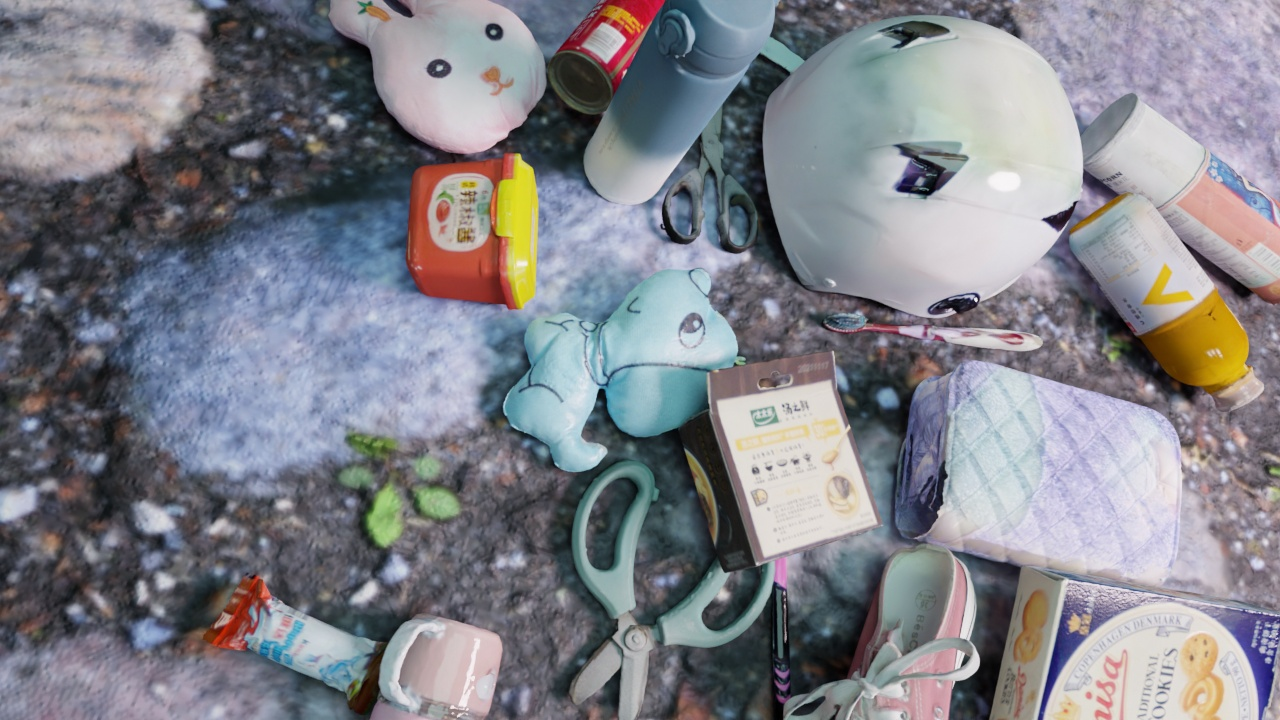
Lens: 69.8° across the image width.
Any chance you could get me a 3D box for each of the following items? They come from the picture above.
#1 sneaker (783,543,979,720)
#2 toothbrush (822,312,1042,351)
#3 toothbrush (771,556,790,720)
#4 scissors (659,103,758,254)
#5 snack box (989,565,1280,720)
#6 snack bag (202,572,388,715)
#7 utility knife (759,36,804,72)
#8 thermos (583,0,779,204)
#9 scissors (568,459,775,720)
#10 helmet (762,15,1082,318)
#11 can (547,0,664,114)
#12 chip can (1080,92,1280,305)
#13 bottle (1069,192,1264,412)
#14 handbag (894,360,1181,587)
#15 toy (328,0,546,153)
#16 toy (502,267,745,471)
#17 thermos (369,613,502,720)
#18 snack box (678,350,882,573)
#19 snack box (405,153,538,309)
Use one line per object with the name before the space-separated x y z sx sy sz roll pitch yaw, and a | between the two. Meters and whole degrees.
sneaker | 0.152 0.218 0.568 0.088 0.118 0.240 47 55 -41
toothbrush | 0.230 -0.023 0.709 0.187 0.017 0.016 5 74 -13
toothbrush | 0.095 0.202 0.611 0.014 0.018 0.189 6 72 -12
scissors | 0.060 -0.160 0.708 0.150 0.014 0.170 42 64 -1
snack box | 0.329 0.241 0.619 0.182 0.046 0.178 11 91 -12
snack bag | -0.196 0.166 0.538 0.104 0.026 0.048 31 81 -5
utility knife | 0.050 -0.286 0.737 0.204 0.018 0.034 31 69 -6
thermos | 0.017 -0.171 0.586 0.070 0.221 0.070 4 75 -16
scissors | -0.001 0.141 0.602 0.174 0.019 0.176 -38 88 -20
helmet | 0.226 -0.159 0.678 0.258 0.146 0.228 4 74 -14
can | -0.013 -0.245 0.680 0.053 0.053 0.132 33 61 -4
chip can | 0.476 -0.135 0.779 0.214 0.071 0.071 34 69 -4
bottle | 0.427 -0.045 0.742 0.067 0.068 0.189 -34 86 -21
handbag | 0.287 0.085 0.665 0.194 0.076 0.134 16 71 -9
toy | -0.143 -0.219 0.648 0.159 0.054 0.121 43 68 5
toy | -0.004 0.004 0.623 0.156 0.050 0.161 17 80 -11
thermos | -0.135 0.241 0.502 0.067 0.087 0.198 8 71 25
snack box | 0.094 0.066 0.617 0.113 0.053 0.125 -8 74 -32
snack box | -0.110 -0.084 0.607 0.080 0.082 0.091 0 73 -1
